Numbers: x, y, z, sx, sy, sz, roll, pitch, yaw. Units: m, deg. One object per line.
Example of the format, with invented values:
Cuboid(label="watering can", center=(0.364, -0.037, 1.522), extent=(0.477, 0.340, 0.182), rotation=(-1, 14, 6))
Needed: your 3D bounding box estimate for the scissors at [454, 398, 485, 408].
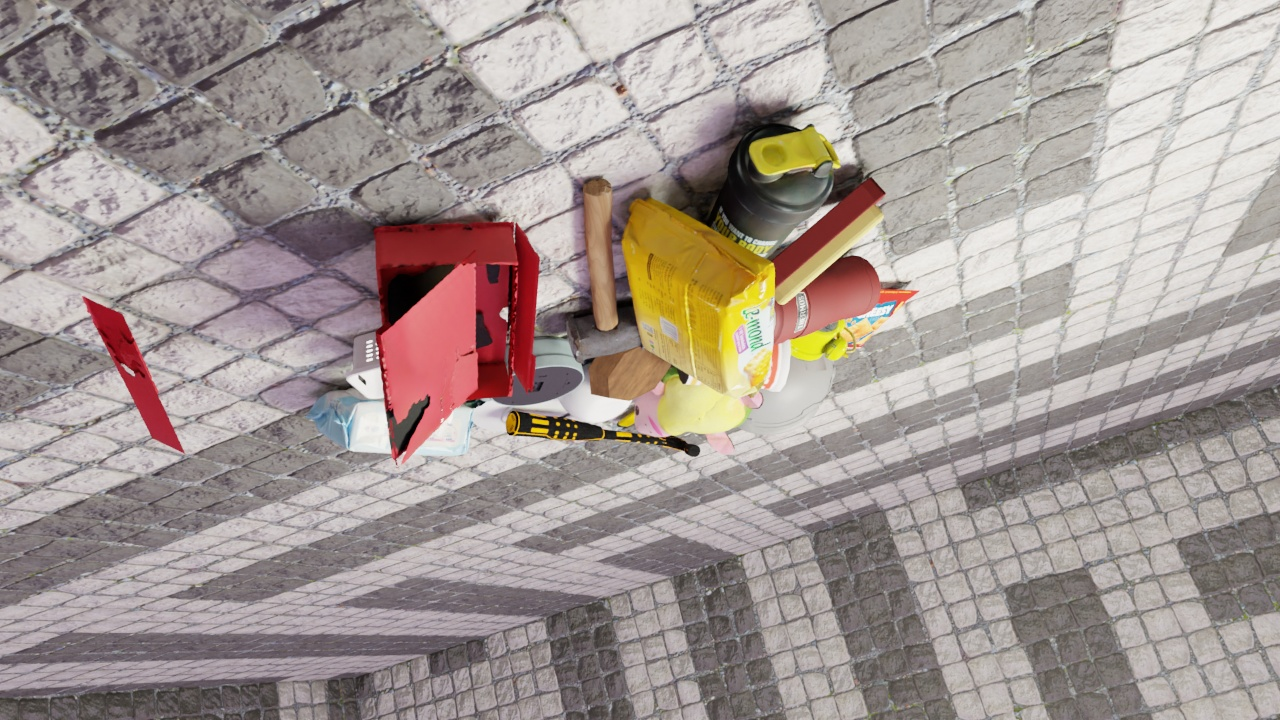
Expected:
Cuboid(label="scissors", center=(-0.297, 0.079, 1.265), extent=(0.204, 0.015, 0.201), rotation=(-18, 160, 10))

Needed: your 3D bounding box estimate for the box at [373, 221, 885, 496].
Cuboid(label="box", center=(-0.033, 0.013, 0.893), extent=(0.478, 0.170, 0.215), rotation=(25, 141, 10))

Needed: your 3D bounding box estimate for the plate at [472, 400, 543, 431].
Cuboid(label="plate", center=(-0.142, 0.068, 1.337), extent=(0.208, 0.015, 0.209), rotation=(-13, 158, -5))

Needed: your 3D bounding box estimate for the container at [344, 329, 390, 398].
Cuboid(label="container", center=(-0.261, -0.006, 1.034), extent=(0.129, 0.049, 0.081), rotation=(-15, 158, 0))

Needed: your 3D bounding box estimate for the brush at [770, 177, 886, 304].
Cuboid(label="brush", center=(0.188, -0.118, 0.962), extent=(0.173, 0.042, 0.082), rotation=(-40, 177, -5))

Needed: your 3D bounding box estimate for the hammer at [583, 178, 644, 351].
Cuboid(label="hammer", center=(-0.041, -0.089, 0.992), extent=(0.098, 0.052, 0.329), rotation=(-13, 155, -5))

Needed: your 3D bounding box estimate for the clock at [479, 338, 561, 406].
Cuboid(label="clock", center=(-0.148, 0.016, 1.170), extent=(0.159, 0.045, 0.123), rotation=(-5, 156, -21))

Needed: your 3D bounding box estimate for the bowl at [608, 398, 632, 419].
Cuboid(label="bowl", center=(-0.054, 0.049, 1.275), extent=(0.114, 0.050, 0.115), rotation=(-19, 153, -11))

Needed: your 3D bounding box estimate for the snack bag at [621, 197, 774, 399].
Cuboid(label="snack bag", center=(0.057, -0.056, 0.948), extent=(0.068, 0.159, 0.247), rotation=(-48, 156, -19))

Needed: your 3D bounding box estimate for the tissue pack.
Cuboid(label="tissue pack", center=(-0.304, 0.072, 1.123), extent=(0.181, 0.070, 0.112), rotation=(8, -176, -36))

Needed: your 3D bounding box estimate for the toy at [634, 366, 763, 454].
Cuboid(label="toy", center=(0.079, 0.060, 1.321), extent=(0.190, 0.087, 0.239), rotation=(37, 143, -22))

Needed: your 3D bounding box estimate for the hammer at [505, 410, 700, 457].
Cuboid(label="hammer", center=(-0.062, 0.110, 1.383), extent=(0.320, 0.036, 0.123), rotation=(11, -176, -37))

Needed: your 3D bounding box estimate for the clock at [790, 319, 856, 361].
Cuboid(label="clock", center=(0.229, -0.041, 1.205), extent=(0.119, 0.083, 0.057), rotation=(21, 135, -12))

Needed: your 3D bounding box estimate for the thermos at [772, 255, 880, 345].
Cuboid(label="thermos", center=(0.182, -0.074, 1.088), extent=(0.198, 0.084, 0.108), rotation=(-16, -159, -35))

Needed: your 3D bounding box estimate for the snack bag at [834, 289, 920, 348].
Cuboid(label="snack bag", center=(0.297, -0.059, 1.283), extent=(0.130, 0.039, 0.144), rotation=(-1, 148, -27))

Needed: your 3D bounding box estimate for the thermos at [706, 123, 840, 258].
Cuboid(label="thermos", center=(0.113, -0.145, 0.894), extent=(0.098, 0.098, 0.221), rotation=(-9, 161, -16))

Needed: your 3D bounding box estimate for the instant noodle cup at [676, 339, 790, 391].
Cuboid(label="instant noodle cup", center=(0.112, -0.019, 1.169), extent=(0.121, 0.123, 0.124), rotation=(-3, 156, -10))

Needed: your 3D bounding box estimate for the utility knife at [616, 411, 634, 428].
Cuboid(label="utility knife", center=(0.038, 0.057, 1.424), extent=(0.030, 0.019, 0.225), rotation=(0, 156, -44))

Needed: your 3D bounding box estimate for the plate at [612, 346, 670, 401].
Cuboid(label="plate", center=(-0.007, 0.007, 1.194), extent=(0.131, 0.025, 0.131), rotation=(-24, 142, -21))

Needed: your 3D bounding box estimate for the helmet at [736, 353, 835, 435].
Cuboid(label="helmet", center=(0.213, 0.050, 1.387), extent=(0.271, 0.117, 0.183), rotation=(-16, 158, -3))
